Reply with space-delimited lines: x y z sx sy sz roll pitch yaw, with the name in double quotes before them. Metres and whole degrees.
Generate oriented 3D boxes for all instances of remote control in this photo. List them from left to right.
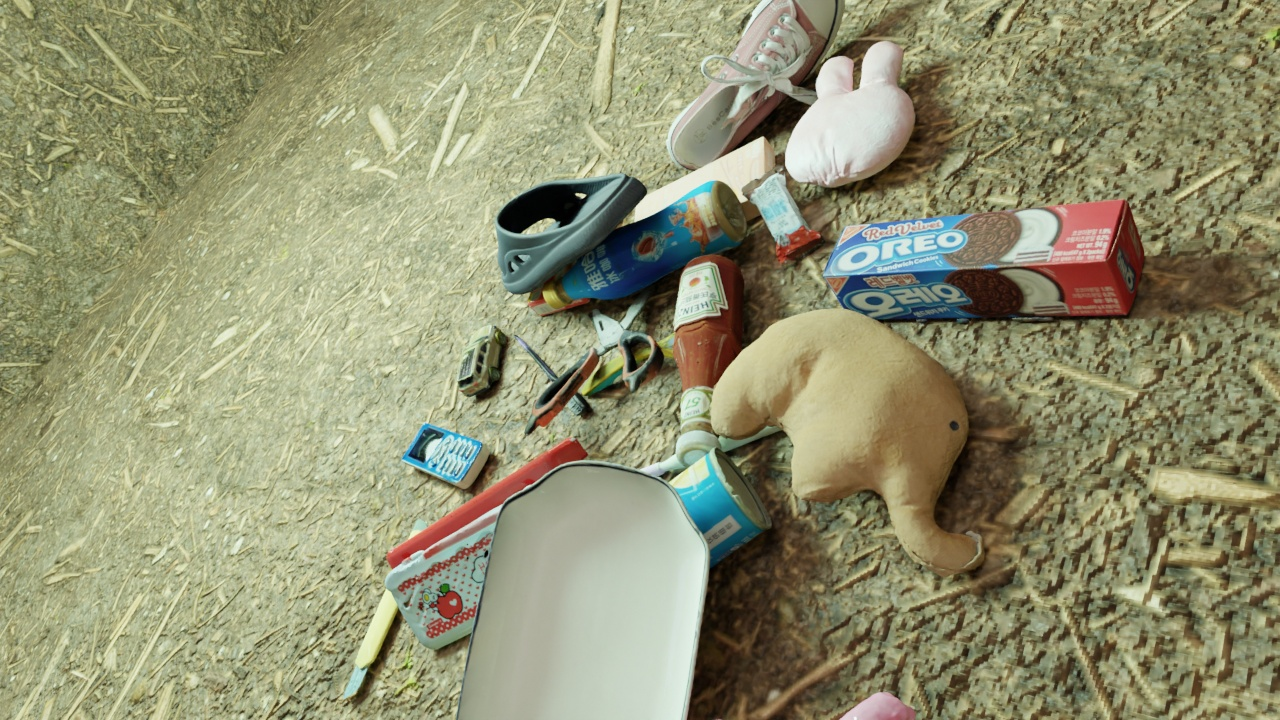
"remote control" -0.201 0.098 0.943 0.125 0.024 0.049 12 65 47

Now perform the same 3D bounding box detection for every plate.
"plate" -0.037 0.201 0.614 0.162 0.034 0.265 6 81 23

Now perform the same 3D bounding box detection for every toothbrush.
"toothbrush" -0.095 0.012 0.931 0.017 0.014 0.189 -57 37 6
"toothbrush" 0.045 0.072 0.737 0.190 0.029 0.020 -23 85 26

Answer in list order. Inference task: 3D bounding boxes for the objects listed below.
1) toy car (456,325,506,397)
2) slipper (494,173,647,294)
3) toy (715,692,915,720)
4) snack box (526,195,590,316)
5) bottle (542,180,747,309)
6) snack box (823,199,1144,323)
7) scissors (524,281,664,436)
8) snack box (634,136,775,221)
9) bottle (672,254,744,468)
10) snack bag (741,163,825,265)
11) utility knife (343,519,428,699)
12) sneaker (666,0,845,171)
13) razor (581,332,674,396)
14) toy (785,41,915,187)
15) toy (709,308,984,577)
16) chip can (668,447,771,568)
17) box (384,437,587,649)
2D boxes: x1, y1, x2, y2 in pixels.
"toy car" -0.175 -0.003 1.002 0.042 0.035 0.090 -22 41 27
"slipper" -0.086 -0.142 0.908 0.110 0.083 0.269 -50 16 -22
"toy" 0.077 0.255 0.496 0.194 0.074 0.178 -41 35 2
"snack box" -0.073 -0.122 1.019 0.075 0.025 0.152 -13 48 36
"bottle" -0.004 -0.102 0.888 0.219 0.065 0.065 -22 44 31
"snack box" 0.234 -0.066 0.651 0.208 0.058 0.057 2 55 44
"scissors" -0.027 -0.011 0.844 0.189 0.015 0.224 -8 38 52
"snack box" 0.062 -0.158 0.922 0.158 0.026 0.084 -21 45 29
"bottle" 0.053 -0.002 0.752 0.060 0.060 0.205 -21 40 29
"snack bag" 0.125 -0.132 0.822 0.045 0.026 0.105 -35 55 20
"utility knife" -0.238 0.229 0.863 0.031 0.019 0.178 -13 42 41
"sneaker" 0.122 -0.286 0.920 0.241 0.118 0.087 -48 19 8
"razor" -0.005 0.005 0.842 0.133 0.028 0.043 -24 46 30
"toy" 0.193 -0.222 0.833 0.121 0.054 0.159 -5 56 39
"toy" 0.152 0.043 0.617 0.143 0.082 0.226 -43 46 -8
"chip can" -0.009 0.152 0.672 0.210 0.071 0.071 -38 38 11
"box" -0.119 0.159 0.799 0.201 0.100 0.094 -32 -1 20
